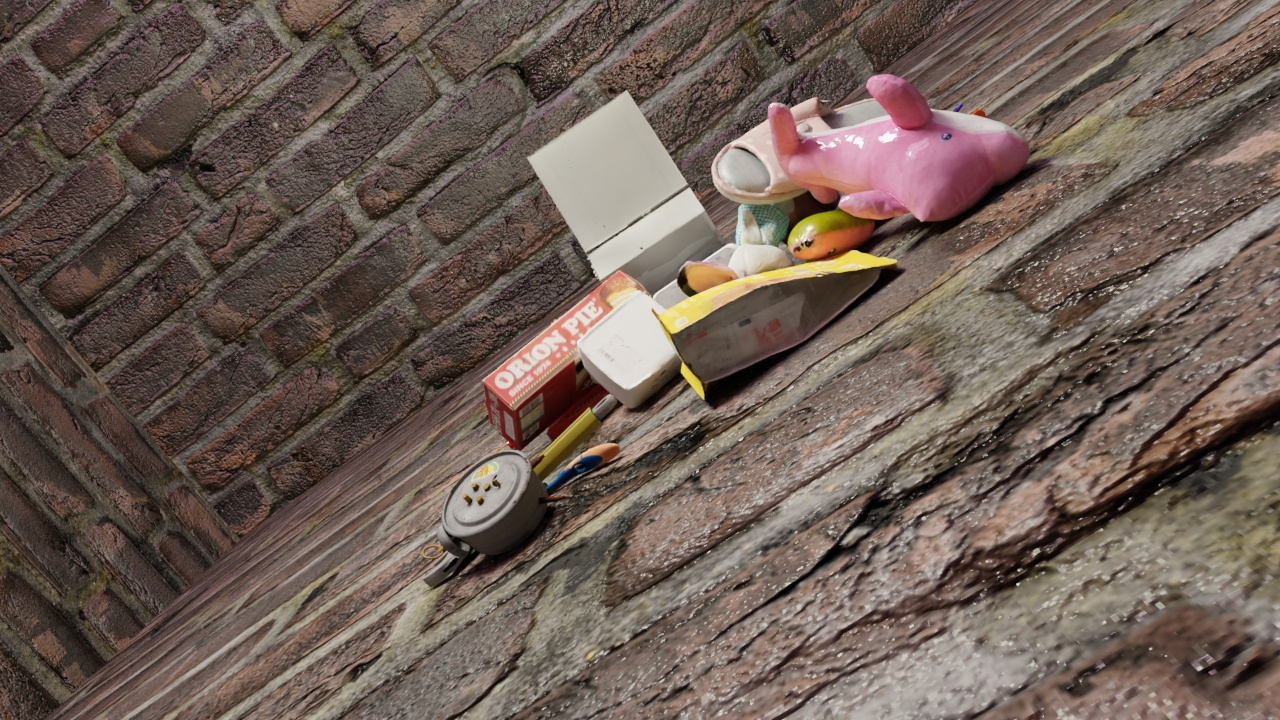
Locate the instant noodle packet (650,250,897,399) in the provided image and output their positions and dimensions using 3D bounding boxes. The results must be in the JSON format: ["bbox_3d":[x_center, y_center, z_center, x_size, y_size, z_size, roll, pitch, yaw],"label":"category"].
[{"bbox_3d":[0.131,-0.054,0.911,0.221,0.084,0.163,-25,9,1],"label":"instant noodle packet"}]

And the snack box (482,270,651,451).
[{"bbox_3d":[-0.087,0.000,1.152,0.235,0.060,0.113,-41,-21,-23],"label":"snack box"}]

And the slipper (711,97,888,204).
[{"bbox_3d":[0.208,-0.259,1.082,0.274,0.114,0.054,-24,-31,-17],"label":"slipper"}]

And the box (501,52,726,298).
[{"bbox_3d":[-0.017,-0.209,1.233,0.167,0.369,0.150,-32,10,7],"label":"box"}]

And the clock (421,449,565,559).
[{"bbox_3d":[-0.152,0.147,0.897,0.148,0.056,0.104,-38,33,-1],"label":"clock"}]

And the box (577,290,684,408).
[{"bbox_3d":[-0.013,0.001,1.097,0.108,0.124,0.137,-40,-25,-20],"label":"box"}]

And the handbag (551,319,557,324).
[{"bbox_3d":[-0.026,-0.080,1.467,0.209,0.103,0.210,-31,12,11],"label":"handbag"}]

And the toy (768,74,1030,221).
[{"bbox_3d":[0.241,-0.187,0.913,0.266,0.186,0.127,12,66,40],"label":"toy"}]

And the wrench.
[{"bbox_3d":[-0.125,0.134,0.969,0.273,0.018,0.083,-44,9,-2],"label":"wrench"}]

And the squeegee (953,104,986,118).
[{"bbox_3d":[0.337,-0.232,1.032,0.249,0.055,0.185,-48,-2,-12],"label":"squeegee"}]

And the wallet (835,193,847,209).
[{"bbox_3d":[0.264,-0.201,1.094,0.086,0.032,0.116,-53,-10,18],"label":"wallet"}]

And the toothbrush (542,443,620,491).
[{"bbox_3d":[-0.068,0.113,0.944,0.135,0.021,0.017,-33,26,33],"label":"toothbrush"}]

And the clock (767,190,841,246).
[{"bbox_3d":[0.194,-0.214,1.164,0.072,0.157,0.120,-38,8,30],"label":"clock"}]

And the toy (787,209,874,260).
[{"bbox_3d":[0.205,-0.137,1.013,0.109,0.051,0.090,-13,-3,-41],"label":"toy"}]

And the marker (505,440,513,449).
[{"bbox_3d":[-0.136,0.079,1.342,0.144,0.021,0.023,-39,17,-14],"label":"marker"}]

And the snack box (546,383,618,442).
[{"bbox_3d":[-0.060,0.053,1.195,0.133,0.021,0.089,-35,10,10],"label":"snack box"}]

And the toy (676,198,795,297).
[{"bbox_3d":[0.140,-0.112,1.054,0.106,0.131,0.204,17,55,29],"label":"toy"}]

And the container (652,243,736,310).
[{"bbox_3d":[0.090,-0.082,1.151,0.129,0.080,0.049,-33,-1,19],"label":"container"}]
